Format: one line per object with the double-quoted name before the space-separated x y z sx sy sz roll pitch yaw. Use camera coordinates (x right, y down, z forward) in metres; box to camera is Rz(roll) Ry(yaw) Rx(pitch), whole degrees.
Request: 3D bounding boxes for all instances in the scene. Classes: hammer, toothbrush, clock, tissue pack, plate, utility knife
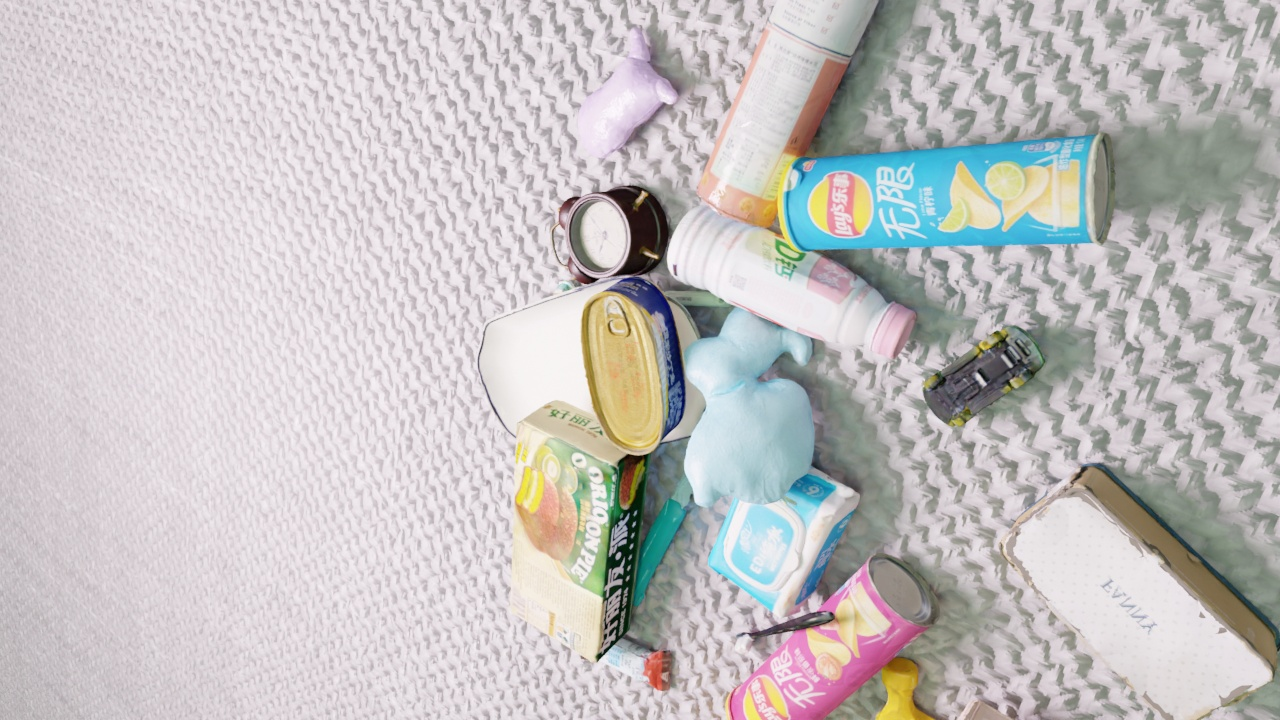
"hammer" 0.327 0.321 0.697 0.301 0.032 0.129 4 104 35
"toothbrush" 0.000 -0.058 0.836 0.190 0.020 0.029 4 84 32
"clock" -0.032 -0.112 0.822 0.122 0.055 0.082 -5 99 38
"tissue pack" 0.118 0.142 0.778 0.090 0.063 0.140 32 118 26
"plate" -0.043 0.009 0.862 0.266 0.034 0.162 -15 103 37
"toothbrush" 0.119 0.231 0.780 0.015 0.018 0.181 27 151 -6
"utility knife" 0.022 0.166 0.882 0.029 0.013 0.216 39 123 23

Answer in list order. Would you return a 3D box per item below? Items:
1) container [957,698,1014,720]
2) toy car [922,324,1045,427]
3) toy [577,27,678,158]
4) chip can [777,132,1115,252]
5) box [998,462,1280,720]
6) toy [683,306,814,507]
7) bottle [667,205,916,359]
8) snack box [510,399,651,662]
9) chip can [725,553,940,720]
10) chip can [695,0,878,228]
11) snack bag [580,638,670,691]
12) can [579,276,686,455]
"container" 0.253 0.326 0.677 0.090 0.090 0.111 26 112 28
"toy car" 0.249 0.011 0.668 0.091 0.036 0.043 -42 78 34
"toy" -0.019 -0.224 0.795 0.108 0.038 0.083 -40 64 40
"chip can" 0.203 -0.112 0.629 0.211 0.071 0.071 3 104 37
"box" 0.344 0.163 0.629 0.184 0.061 0.090 48 124 13
"toy" 0.089 0.043 0.741 0.161 0.050 0.156 -38 72 -8
"bottle" 0.118 -0.059 0.726 0.197 0.068 0.068 28 117 23
"snack box" -0.062 0.166 0.881 0.114 0.063 0.240 22 122 28
"chip can" 0.157 0.253 0.774 0.071 0.071 0.211 45 123 17
"chip can" 0.112 -0.209 0.685 0.071 0.071 0.215 36 120 23
"snack bag" -0.017 0.301 0.936 0.104 0.026 0.048 11 102 33
"can" -0.005 0.005 0.781 0.075 0.049 0.148 3 114 30
